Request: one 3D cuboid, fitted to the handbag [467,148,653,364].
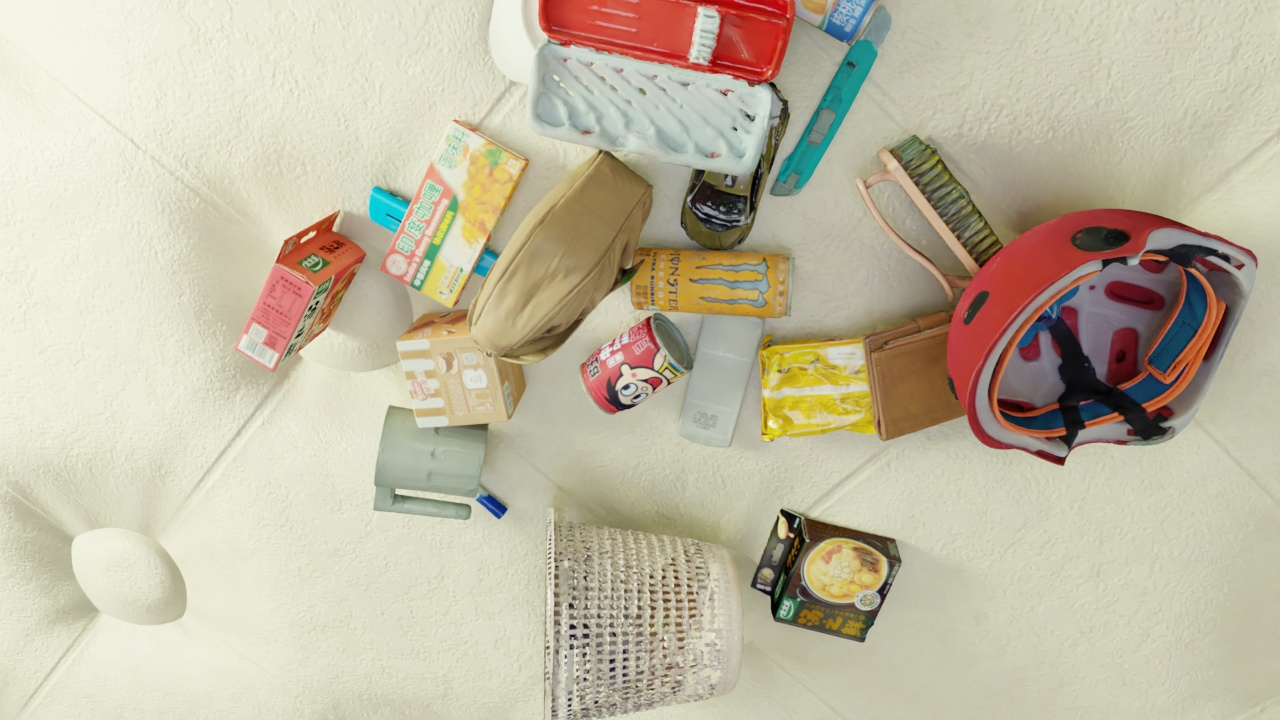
[{"bbox_3d":[-0.060,-0.086,0.775,0.100,0.203,0.148,39,130,-8],"label":"handbag"}]

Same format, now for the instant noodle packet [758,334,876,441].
[{"bbox_3d":[0.178,0.024,0.874,0.128,0.044,0.111,-3,112,7],"label":"instant noodle packet"}]

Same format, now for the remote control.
[{"bbox_3d":[0.077,0.015,0.897,0.058,0.021,0.150,14,116,3],"label":"remote control"}]

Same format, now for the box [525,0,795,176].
[{"bbox_3d":[0.012,-0.240,0.740,0.201,0.049,0.161,13,123,2],"label":"box"}]

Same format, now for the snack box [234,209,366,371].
[{"bbox_3d":[-0.314,-0.067,0.866,0.044,0.113,0.127,33,115,-6],"label":"snack box"}]

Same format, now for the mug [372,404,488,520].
[{"bbox_3d":[-0.217,0.111,0.944,0.103,0.083,0.124,9,120,-10],"label":"mug"}]

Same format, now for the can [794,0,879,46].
[{"bbox_3d":[0.122,-0.304,0.725,0.134,0.053,0.053,27,115,-4],"label":"can"}]

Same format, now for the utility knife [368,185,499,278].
[{"bbox_3d":[-0.167,-0.104,0.881,0.208,0.018,0.034,28,115,-6],"label":"utility knife"}]

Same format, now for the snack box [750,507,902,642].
[{"bbox_3d":[0.193,0.227,0.966,0.125,0.053,0.113,13,116,-4],"label":"snack box"}]

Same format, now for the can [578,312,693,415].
[{"bbox_3d":[-0.005,0.005,0.880,0.094,0.066,0.066,-32,106,21],"label":"can"}]

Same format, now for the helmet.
[{"bbox_3d":[0.348,-0.031,0.755,0.240,0.143,0.207,-8,125,-9],"label":"helmet"}]

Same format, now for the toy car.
[{"bbox_3d":[0.081,-0.168,0.803,0.070,0.042,0.158,15,118,2],"label":"toy car"}]

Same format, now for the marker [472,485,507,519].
[{"bbox_3d":[-0.203,0.121,0.990,0.146,0.016,0.017,42,113,-11],"label":"marker"}]

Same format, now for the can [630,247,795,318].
[{"bbox_3d":[0.065,-0.071,0.836,0.146,0.058,0.058,4,115,9],"label":"can"}]

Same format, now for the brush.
[{"bbox_3d":[0.251,-0.119,0.787,0.073,0.063,0.145,-38,106,18],"label":"brush"}]

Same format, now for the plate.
[{"bbox_3d":[-0.043,-0.294,0.765,0.164,0.034,0.164,19,116,0],"label":"plate"}]

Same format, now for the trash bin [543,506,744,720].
[{"bbox_3d":[-0.003,0.263,0.933,0.192,0.227,0.228,1,115,-6],"label":"trash bin"}]

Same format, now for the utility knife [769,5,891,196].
[{"bbox_3d":[0.162,-0.215,0.782,0.029,0.013,0.179,25,116,-5],"label":"utility knife"}]

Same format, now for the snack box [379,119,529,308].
[{"bbox_3d":[-0.172,-0.134,0.848,0.077,0.027,0.156,28,104,-5],"label":"snack box"}]

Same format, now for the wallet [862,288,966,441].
[{"bbox_3d":[0.271,0.003,0.838,0.130,0.035,0.119,-16,108,-7],"label":"wallet"}]

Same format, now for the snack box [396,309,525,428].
[{"bbox_3d":[-0.173,0.006,0.899,0.094,0.076,0.093,-4,114,10],"label":"snack box"}]
